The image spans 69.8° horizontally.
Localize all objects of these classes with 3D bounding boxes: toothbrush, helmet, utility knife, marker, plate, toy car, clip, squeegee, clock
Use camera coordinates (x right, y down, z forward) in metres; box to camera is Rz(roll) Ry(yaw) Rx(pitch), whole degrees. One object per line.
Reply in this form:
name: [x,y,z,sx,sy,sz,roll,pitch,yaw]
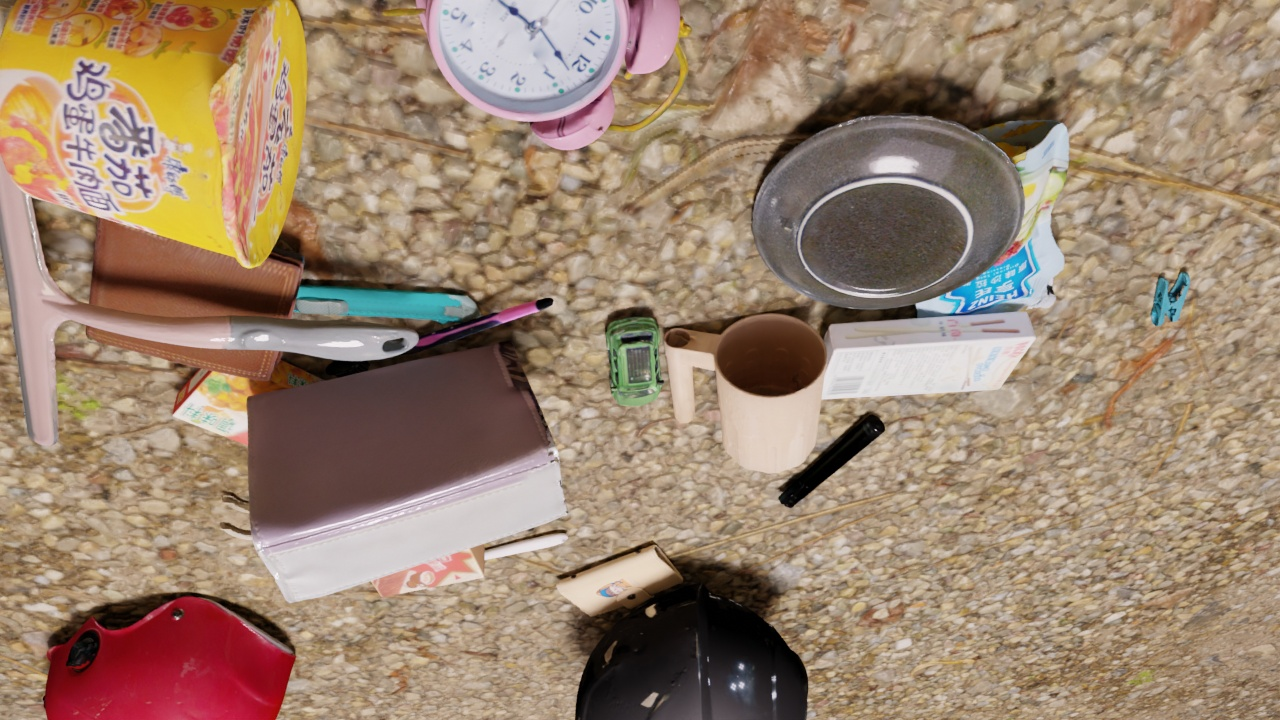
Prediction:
toothbrush: [-0.157,0.196,0.900,0.180,0.016,0.016,-15,140,5]
helmet: [0.042,0.368,0.970,0.275,0.233,0.230,-30,107,17]
utility knife: [-0.218,-0.040,0.637,0.216,0.013,0.029,3,135,-13]
marker: [0.175,0.096,0.854,0.022,0.020,0.132,6,138,-38]
plate: [0.164,-0.087,0.619,0.179,0.024,0.180,6,144,4]
toy car: [-0.004,0.004,0.711,0.043,0.036,0.091,-9,141,-4]
clip: [-0.323,0.140,0.798,0.092,0.035,0.103,-15,145,0]
squeegee: [-0.266,-0.023,0.573,0.249,0.040,0.248,7,123,-14]
toothbrush: [-0.146,-0.015,0.664,0.189,0.014,0.018,-16,148,16]
helmet: [-0.481,0.350,0.917,0.240,0.143,0.207,-15,140,6]
clip: [0.433,-0.050,0.750,0.043,0.014,0.056,-16,138,7]
clock: [-0.045,-0.176,0.489,0.158,0.059,0.117,25,128,-35]

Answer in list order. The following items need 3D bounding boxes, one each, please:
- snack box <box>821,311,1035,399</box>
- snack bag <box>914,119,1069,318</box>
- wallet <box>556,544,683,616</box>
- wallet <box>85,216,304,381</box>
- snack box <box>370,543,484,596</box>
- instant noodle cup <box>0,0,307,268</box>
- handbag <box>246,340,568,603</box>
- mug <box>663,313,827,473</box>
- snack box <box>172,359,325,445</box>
snack box: [0.221,-0.002,0.732,0.157,0.026,0.085,-4,151,-2]
snack bag: [0.250,-0.084,0.663,0.110,0.038,0.191,-21,139,6]
wallet: [-0.018,0.236,0.966,0.115,0.024,0.087,-25,137,13]
wallet: [-0.289,-0.044,0.597,0.124,0.032,0.101,16,124,-19]
snack box: [-0.191,0.140,0.789,0.094,0.077,0.093,-10,137,0]
instant noodle cup: [-0.240,-0.125,0.462,0.109,0.137,0.138,10,134,-10]
handbag: [-0.166,0.070,0.646,0.197,0.144,0.099,-15,140,-12]
mug: [0.082,0.025,0.725,0.125,0.084,0.104,9,141,15]
snack box: [-0.265,0.044,0.708,0.077,0.027,0.155,-38,131,27]
